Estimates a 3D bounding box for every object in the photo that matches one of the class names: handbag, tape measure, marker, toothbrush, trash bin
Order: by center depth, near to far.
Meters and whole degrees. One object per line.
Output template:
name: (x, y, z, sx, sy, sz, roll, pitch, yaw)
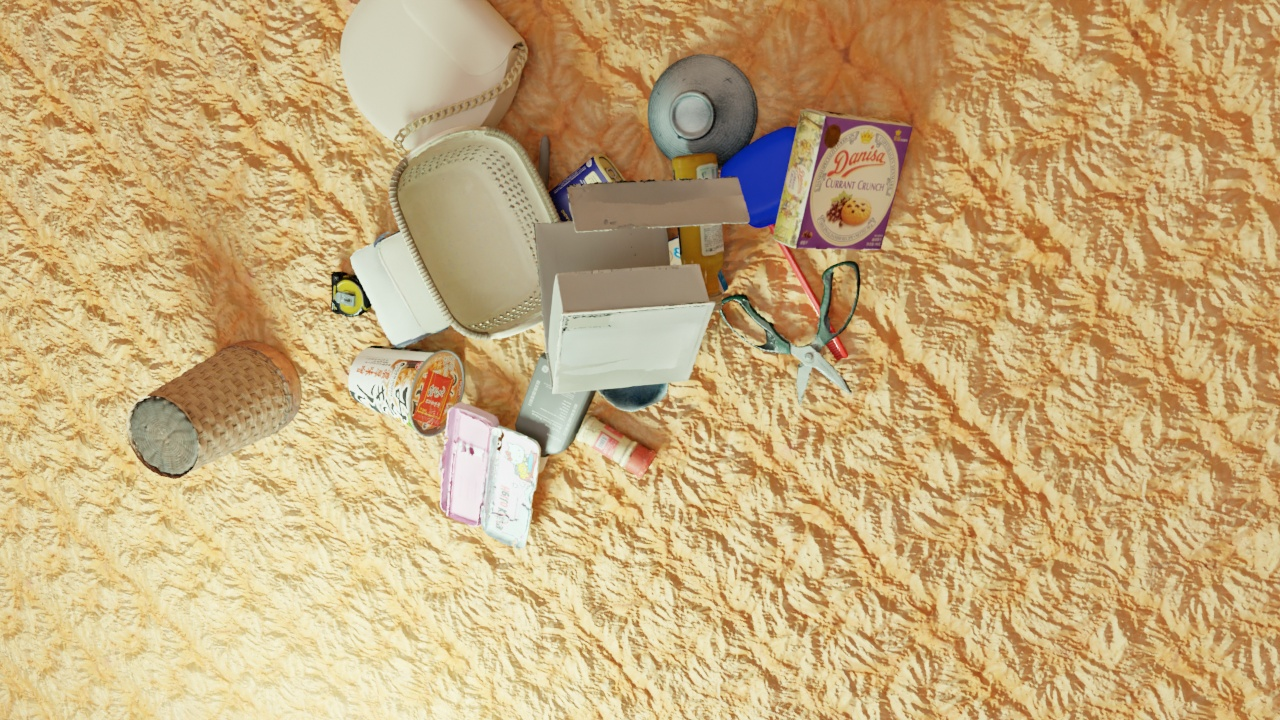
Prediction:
toothbrush: (0.199, -0.092, 1.136, 0.018, 0.012, 0.212, -27, 97, 26)
handbag: (-0.263, -0.370, 1.141, 0.210, 0.103, 0.209, 46, 110, -2)
marker: (-0.129, -0.222, 1.189, 0.016, 0.022, 0.139, 12, 111, 17)
handbag: (-0.287, -0.114, 1.247, 0.176, 0.074, 0.151, -22, 99, 12)
tape measure: (-0.414, -0.093, 1.310, 0.061, 0.034, 0.062, 9, 110, 12)
trash bin: (-0.619, 0.068, 1.328, 0.151, 0.209, 0.151, 5, 107, 15)

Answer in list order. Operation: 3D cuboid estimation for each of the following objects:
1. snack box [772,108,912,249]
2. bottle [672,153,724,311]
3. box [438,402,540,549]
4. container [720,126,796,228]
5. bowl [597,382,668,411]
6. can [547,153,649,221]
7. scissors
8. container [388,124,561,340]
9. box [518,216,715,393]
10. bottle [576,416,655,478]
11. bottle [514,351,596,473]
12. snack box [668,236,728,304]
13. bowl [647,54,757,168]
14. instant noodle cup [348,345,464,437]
snack box: (0.226, -0.200, 1.028, 0.040, 0.143, 0.148, 34, 121, 48)
bottle: (0.072, -0.151, 1.098, 0.053, 0.053, 0.186, -1, 107, 17)
box: (-0.214, 0.165, 1.308, 0.152, 0.037, 0.202, 20, 123, 12)
container: (0.156, -0.216, 1.077, 0.114, 0.058, 0.096, -29, 88, 20)
bowl: (-0.007, 0.007, 1.206, 0.110, 0.055, 0.110, 5, 109, 15)
can: (-0.055, -0.190, 1.159, 0.092, 0.056, 0.116, -34, 95, 22)
scissors: (0.207, -0.049, 1.134, 0.201, 0.015, 0.203, 41, 119, 5)
container: (-0.200, -0.152, 1.131, 0.184, 0.143, 0.246, -27, 100, -20)
box: (-0.050, -0.118, 1.137, 0.167, 0.421, 0.174, -5, 125, -13)
bottle: (-0.034, 0.117, 1.256, 0.109, 0.044, 0.044, 31, 113, 6)
bottle: (-0.124, 0.078, 1.269, 0.084, 0.046, 0.174, 27, 112, 7)
snack box: (0.026, -0.102, 1.173, 0.151, 0.034, 0.087, -20, 100, 21)
bowl: (0.067, -0.292, 1.089, 0.137, 0.057, 0.137, 5, 108, 16)
instant noodle cup: (-0.333, 0.033, 1.287, 0.122, 0.123, 0.124, 13, 110, 22)
